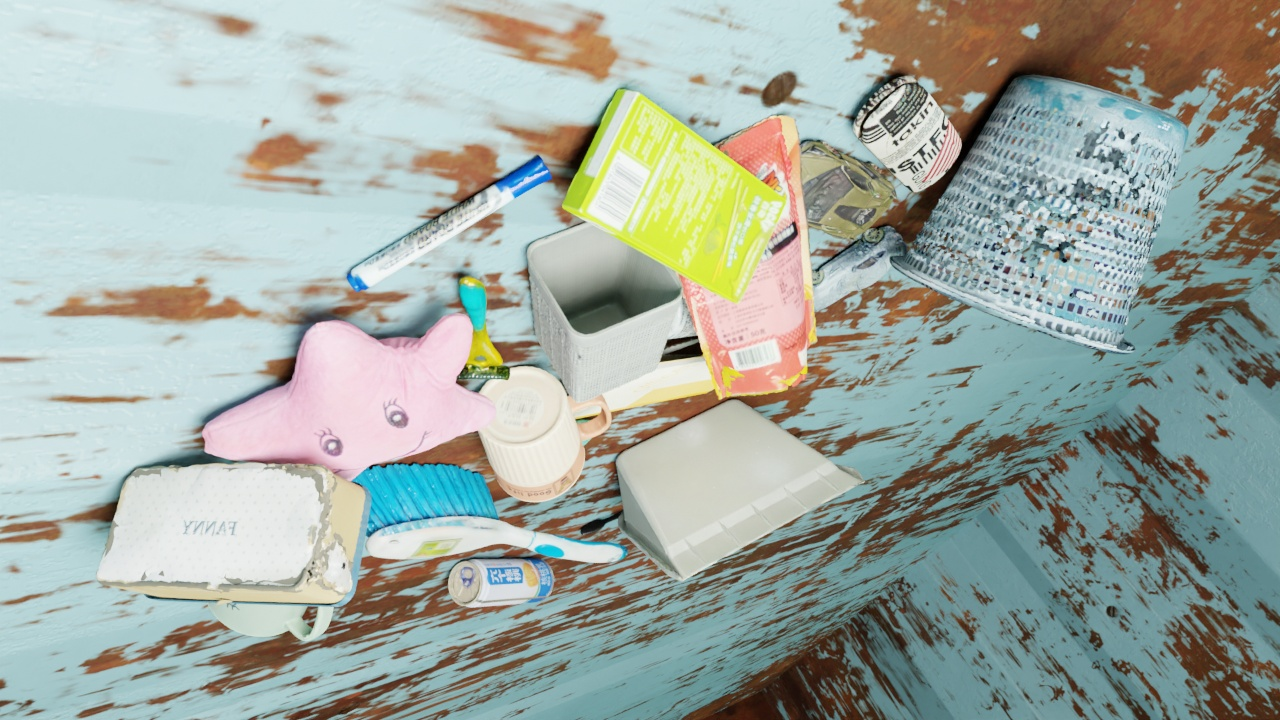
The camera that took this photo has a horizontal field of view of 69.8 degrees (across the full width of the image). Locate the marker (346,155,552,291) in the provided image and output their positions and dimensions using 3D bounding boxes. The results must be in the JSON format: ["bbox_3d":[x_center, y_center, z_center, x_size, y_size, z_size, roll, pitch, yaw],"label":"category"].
[{"bbox_3d":[-0.122,-0.087,0.588,0.146,0.017,0.017,-32,153,-2],"label":"marker"}]

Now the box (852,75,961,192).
[{"bbox_3d":[0.229,-0.183,0.767,0.164,0.055,0.070,12,111,-54],"label":"box"}]

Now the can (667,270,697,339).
[{"bbox_3d":[0.066,-0.053,0.800,0.146,0.058,0.058,-8,144,-40],"label":"can"}]

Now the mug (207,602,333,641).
[{"bbox_3d":[-0.281,0.166,0.730,0.082,0.111,0.107,-18,151,-56],"label":"mug"}]

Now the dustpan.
[{"bbox_3d":[0.085,0.157,1.024,0.222,0.257,0.143,-25,128,-16],"label":"dustpan"}]

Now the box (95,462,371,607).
[{"bbox_3d":[-0.277,0.117,0.616,0.184,0.089,0.060,-1,156,19],"label":"box"}]

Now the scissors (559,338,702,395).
[{"bbox_3d":[-0.007,0.002,0.823,0.160,0.014,0.177,-30,154,25],"label":"scissors"}]

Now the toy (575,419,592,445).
[{"bbox_3d":[-0.088,0.093,0.908,0.096,0.030,0.092,-3,139,-36],"label":"toy"}]

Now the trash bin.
[{"bbox_3d":[0.366,-0.138,0.818,0.226,0.227,0.195,0,115,-47],"label":"trash bin"}]

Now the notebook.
[{"bbox_3d":[0.033,0.020,0.886,0.205,0.010,0.146,-9,165,-40],"label":"notebook"}]

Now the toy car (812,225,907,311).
[{"bbox_3d":[0.211,-0.088,0.923,0.121,0.036,0.054,-32,154,6],"label":"toy car"}]

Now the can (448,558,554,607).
[{"bbox_3d":[-0.162,0.259,1.075,0.053,0.053,0.134,-42,152,18],"label":"can"}]

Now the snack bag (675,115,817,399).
[{"bbox_3d":[0.083,-0.073,0.719,0.128,0.073,0.208,-29,125,-16],"label":"snack bag"}]

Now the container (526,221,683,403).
[{"bbox_3d":[-0.031,-0.035,0.696,0.090,0.090,0.114,-23,154,-19],"label":"container"}]

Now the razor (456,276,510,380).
[{"bbox_3d":[-0.121,-0.026,0.677,0.043,0.028,0.133,3,150,-2],"label":"razor"}]

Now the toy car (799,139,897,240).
[{"bbox_3d":[0.161,-0.141,0.779,0.158,0.042,0.070,6,133,-47],"label":"toy car"}]

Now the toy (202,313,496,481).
[{"bbox_3d":[-0.201,0.029,0.632,0.194,0.074,0.179,-22,146,-9],"label":"toy"}]

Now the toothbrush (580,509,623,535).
[{"bbox_3d":[0.006,0.185,1.176,0.188,0.014,0.017,-21,158,-23],"label":"toothbrush"}]

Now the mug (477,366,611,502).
[{"bbox_3d":[-0.081,0.059,0.796,0.114,0.081,0.106,-20,150,-8],"label":"mug"}]

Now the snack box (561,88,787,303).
[{"bbox_3d":[0.028,-0.106,0.620,0.156,0.026,0.086,24,92,-39],"label":"snack box"}]

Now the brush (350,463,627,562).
[{"bbox_3d":[-0.136,0.155,0.870,0.061,0.109,0.314,-49,149,23],"label":"brush"}]
